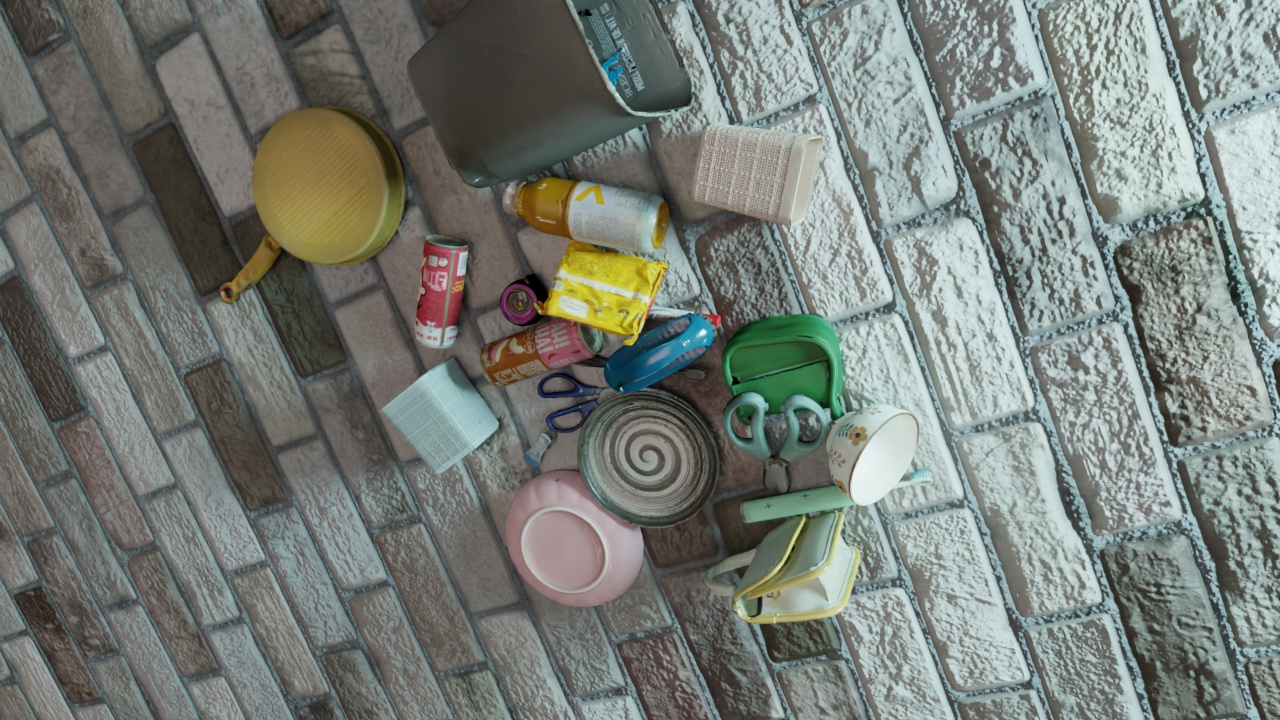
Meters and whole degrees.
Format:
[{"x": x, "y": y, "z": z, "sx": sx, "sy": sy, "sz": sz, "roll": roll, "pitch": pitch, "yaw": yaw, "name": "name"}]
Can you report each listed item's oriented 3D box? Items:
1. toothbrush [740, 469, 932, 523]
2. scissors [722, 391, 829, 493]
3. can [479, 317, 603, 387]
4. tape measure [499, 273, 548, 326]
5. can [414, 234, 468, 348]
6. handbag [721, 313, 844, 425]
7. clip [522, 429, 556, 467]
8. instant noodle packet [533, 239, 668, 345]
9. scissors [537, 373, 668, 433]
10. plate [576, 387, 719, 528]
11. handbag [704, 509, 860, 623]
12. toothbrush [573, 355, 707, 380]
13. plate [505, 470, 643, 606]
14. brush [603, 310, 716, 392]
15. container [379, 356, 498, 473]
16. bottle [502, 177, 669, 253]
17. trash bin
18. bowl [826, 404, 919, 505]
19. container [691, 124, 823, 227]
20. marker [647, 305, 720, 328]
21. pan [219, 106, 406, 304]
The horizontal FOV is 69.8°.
[{"x": 0.221, "y": 0.156, "z": 1.055, "sx": 0.225, "sy": 0.027, "sz": 0.026, "roll": -15, "pitch": 135, "yaw": 23, "name": "toothbrush"}, {"x": 0.139, "y": 0.095, "z": 1.035, "sx": 0.143, "sy": 0.019, "sz": 0.180, "roll": 10, "pitch": 137, "yaw": 5, "name": "scissors"}, {"x": -0.121, "y": -0.013, "z": 1.108, "sx": 0.147, "sy": 0.057, "sz": 0.058, "roll": -18, "pitch": 99, "yaw": 23, "name": "can"}, {"x": -0.139, "y": -0.071, "z": 1.109, "sx": 0.058, "sy": 0.039, "sz": 0.057, "roll": -31, "pitch": 94, "yaw": 20, "name": "tape measure"}, {"x": -0.247, "y": -0.085, "z": 1.134, "sx": 0.053, "sy": 0.053, "sz": 0.133, "roll": 17, "pitch": 111, "yaw": 14, "name": "can"}, {"x": 0.158, "y": 0.014, "z": 1.019, "sx": 0.131, "sy": 0.067, "sz": 0.120, "roll": -6, "pitch": 112, "yaw": 19, "name": "handbag"}, {"x": -0.128, "y": 0.112, "z": 1.170, "sx": 0.025, "sy": 0.032, "sz": 0.057, "roll": 42, "pitch": 118, "yaw": 6, "name": "clip"}, {"x": -0.046, "y": -0.081, "z": 1.049, "sx": 0.128, "sy": 0.044, "sz": 0.110, "roll": 18, "pitch": 70, "yaw": 13, "name": "instant noodle packet"}, {"x": -0.046, "y": 0.053, "z": 1.128, "sx": 0.173, "sy": 0.012, "sz": 0.133, "roll": 18, "pitch": 109, "yaw": 12, "name": "scissors"}, {"x": 0.010, "y": 0.117, "z": 1.116, "sx": 0.179, "sy": 0.024, "sz": 0.179, "roll": 4, "pitch": 106, "yaw": 14, "name": "plate"}, {"x": 0.146, "y": 0.232, "z": 1.030, "sx": 0.179, "sy": 0.163, "sz": 0.063, "roll": -16, "pitch": 98, "yaw": 23, "name": "handbag"}, {"x": -0.007, "y": 0.006, "z": 1.099, "sx": 0.181, "sy": 0.018, "sz": 0.016, "roll": 7, "pitch": 105, "yaw": 20, "name": "toothbrush"}, {"x": -0.092, "y": 0.238, "z": 1.184, "sx": 0.193, "sy": 0.039, "sz": 0.192, "roll": 5, "pitch": 107, "yaw": 18, "name": "plate"}, {"x": 0.017, "y": -0.005, "z": 1.038, "sx": 0.144, "sy": 0.073, "sz": 0.055, "roll": -28, "pitch": 95, "yaw": 26, "name": "brush"}, {"x": -0.251, "y": 0.072, "z": 1.165, "sx": 0.090, "sy": 0.089, "sz": 0.111, "roll": -35, "pitch": 95, "yaw": 25, "name": "container"}, {"x": -0.064, "y": -0.168, "z": 1.036, "sx": 0.190, "sy": 0.067, "sz": 0.068, "roll": 13, "pitch": 110, "yaw": 16, "name": "bottle"}, {"x": -0.097, "y": -0.299, "z": 0.952, "sx": 0.220, "sy": 0.198, "sz": 0.199, "roll": -23, "pitch": 95, "yaw": 31, "name": "trash bin"}, {"x": 0.243, "y": 0.093, "z": 0.995, "sx": 0.062, "sy": 0.113, "sz": 0.114, "roll": 35, "pitch": 119, "yaw": 42, "name": "bowl"}, {"x": 0.120, "y": -0.197, "z": 0.953, "sx": 0.111, "sy": 0.089, "sz": 0.090, "roll": 15, "pitch": 110, "yaw": 17, "name": "container"}, {"x": 0.021, "y": -0.055, "z": 1.068, "sx": 0.145, "sy": 0.017, "sz": 0.017, "roll": 9, "pitch": 109, "yaw": 17, "name": "marker"}, {"x": -0.448, "y": -0.175, "z": 1.184, "sx": 0.358, "sy": 0.078, "sz": 0.197, "roll": -35, "pitch": 89, "yaw": 18, "name": "pan"}]
